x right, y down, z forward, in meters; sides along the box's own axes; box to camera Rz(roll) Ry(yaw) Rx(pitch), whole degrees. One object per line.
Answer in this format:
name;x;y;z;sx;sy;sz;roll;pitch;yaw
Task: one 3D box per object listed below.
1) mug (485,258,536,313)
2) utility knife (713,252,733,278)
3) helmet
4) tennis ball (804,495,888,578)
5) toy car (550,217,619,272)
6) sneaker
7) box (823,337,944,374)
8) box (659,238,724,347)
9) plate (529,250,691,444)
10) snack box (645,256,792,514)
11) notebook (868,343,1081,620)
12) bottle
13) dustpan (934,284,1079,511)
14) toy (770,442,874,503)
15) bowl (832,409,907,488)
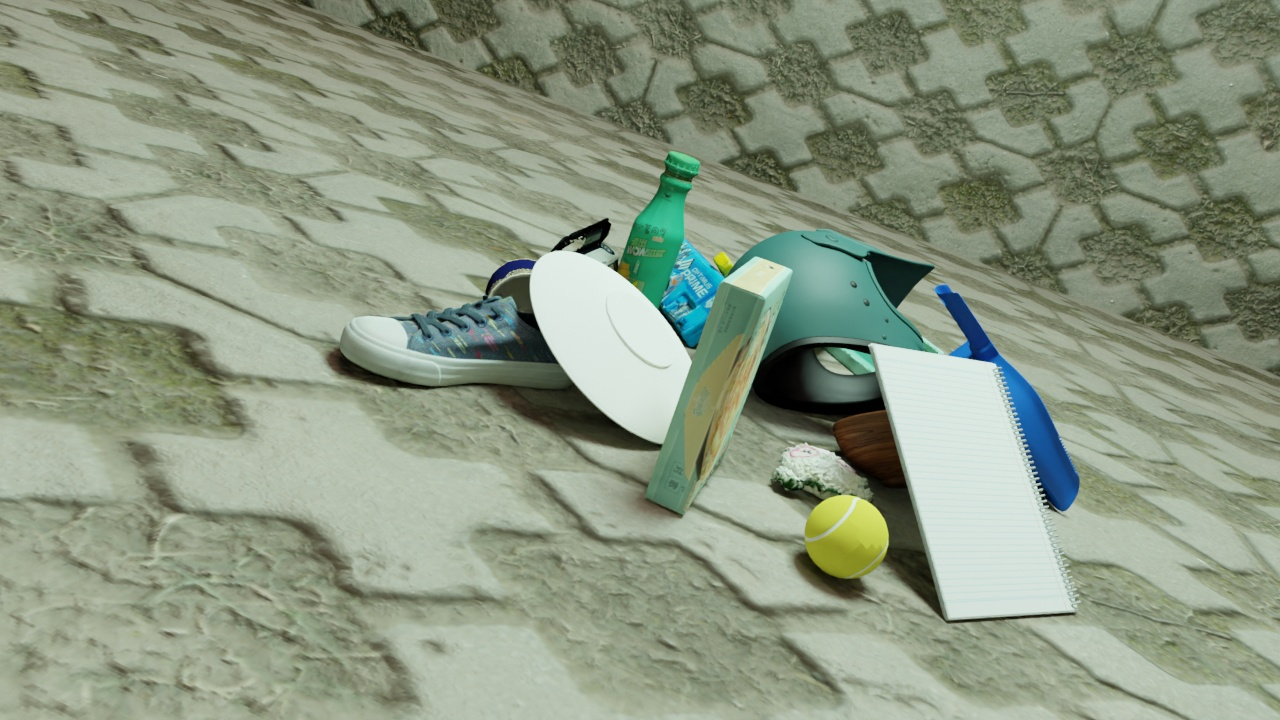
mug;-0.114;-0.053;0.971;0.112;0.086;0.089;51;6;-23
utility knife;0.137;-0.095;1.270;0.028;0.020;0.172;57;4;36
helmet;0.223;-0.056;1.075;0.274;0.177;0.199;8;53;-19
tennis ball;0.163;0.140;0.729;0.065;0.065;0.065;18;20;-7
toy car;-0.074;-0.119;1.183;0.071;0.094;0.191;43;21;2
sneaker;-0.155;-0.026;0.843;0.235;0.079;0.087;5;25;-36
box;0.338;-0.022;1.286;0.077;0.093;0.188;11;22;-26
box;0.081;-0.073;1.257;0.115;0.094;0.243;56;1;-31
plate;-0.009;-0.023;0.889;0.229;0.030;0.228;36;31;-26
snack box;0.068;0.016;0.775;0.044;0.194;0.141;22;19;12
notebook;0.300;0.104;0.822;0.177;0.013;0.245;7;61;-32
bottle;0.021;-0.158;1.166;0.068;0.210;0.068;18;20;-7
dustpan;0.407;0.020;1.095;0.257;0.059;0.245;49;10;-21
toy;0.174;0.104;0.881;0.096;0.041;0.108;19;14;2
bowl;0.272;0.093;0.926;0.147;0.068;0.147;-2;-13;-1
